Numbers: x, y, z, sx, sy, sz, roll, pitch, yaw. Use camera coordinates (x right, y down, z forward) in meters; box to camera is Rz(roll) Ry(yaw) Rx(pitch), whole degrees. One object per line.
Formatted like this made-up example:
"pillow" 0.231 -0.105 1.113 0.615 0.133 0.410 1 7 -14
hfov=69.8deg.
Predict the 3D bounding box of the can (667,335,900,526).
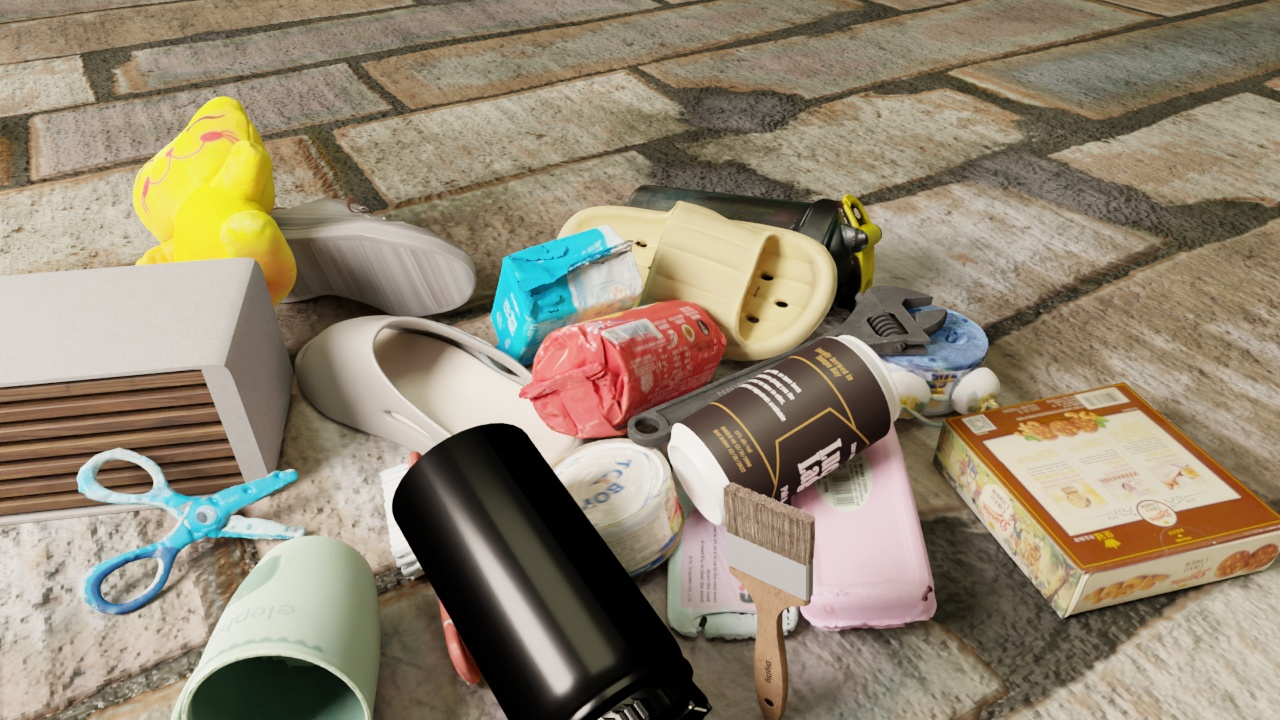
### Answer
"can" 0.085 0.042 0.549 0.128 0.072 0.072 -29 43 -15

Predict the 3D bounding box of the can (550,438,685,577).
"can" -0.019 0.089 0.558 0.086 0.043 0.086 -11 33 7

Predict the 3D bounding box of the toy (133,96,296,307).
"toy" -0.320 -0.114 0.706 0.134 0.087 0.193 -45 51 10

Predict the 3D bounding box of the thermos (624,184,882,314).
"thermos" 0.094 -0.104 0.797 0.221 0.098 0.097 15 38 27

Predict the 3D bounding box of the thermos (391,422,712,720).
"thermos" -0.042 0.129 0.457 0.086 0.086 0.198 -22 53 -27

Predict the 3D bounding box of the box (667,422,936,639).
"box" 0.093 0.086 0.578 0.153 0.037 0.200 -4 34 7

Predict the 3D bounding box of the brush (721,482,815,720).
"brush" 0.062 0.123 0.434 0.045 0.143 0.008 17 37 36

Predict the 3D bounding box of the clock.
"clock" 0.210 0.007 0.674 0.089 0.052 0.125 -1 36 -2

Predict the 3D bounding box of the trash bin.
"trash bin" -0.363 0.020 0.600 0.228 0.115 0.114 -6 40 -7

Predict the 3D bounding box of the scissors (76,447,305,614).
"scissors" -0.271 0.107 0.553 0.140 0.013 0.117 13 63 -17

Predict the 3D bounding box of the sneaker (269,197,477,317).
"sneaker" -0.243 -0.100 0.790 0.236 0.099 0.089 5 47 13

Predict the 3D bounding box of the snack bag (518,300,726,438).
"snack bag" -0.004 0.004 0.635 0.082 0.082 0.176 20 20 26

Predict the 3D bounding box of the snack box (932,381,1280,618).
"snack box" 0.287 0.081 0.577 0.143 0.041 0.147 -9 36 -12

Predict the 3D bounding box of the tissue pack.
"tissue pack" -0.059 -0.047 0.688 0.092 0.145 0.061 -17 77 -20

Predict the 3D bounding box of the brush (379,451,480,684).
"brush" -0.126 0.120 0.537 0.030 0.041 0.172 -25 42 -4

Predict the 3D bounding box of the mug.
"mug" -0.185 0.151 0.463 0.111 0.084 0.104 -31 26 6

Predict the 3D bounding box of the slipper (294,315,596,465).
"slipper" -0.146 0.009 0.650 0.266 0.081 0.112 25 46 31

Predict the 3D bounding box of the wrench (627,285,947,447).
"wrench" 0.107 0.001 0.623 0.272 0.018 0.073 -22 44 -27

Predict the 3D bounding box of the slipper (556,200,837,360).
"slipper" 0.023 -0.074 0.735 0.262 0.111 0.079 17 -2 32
